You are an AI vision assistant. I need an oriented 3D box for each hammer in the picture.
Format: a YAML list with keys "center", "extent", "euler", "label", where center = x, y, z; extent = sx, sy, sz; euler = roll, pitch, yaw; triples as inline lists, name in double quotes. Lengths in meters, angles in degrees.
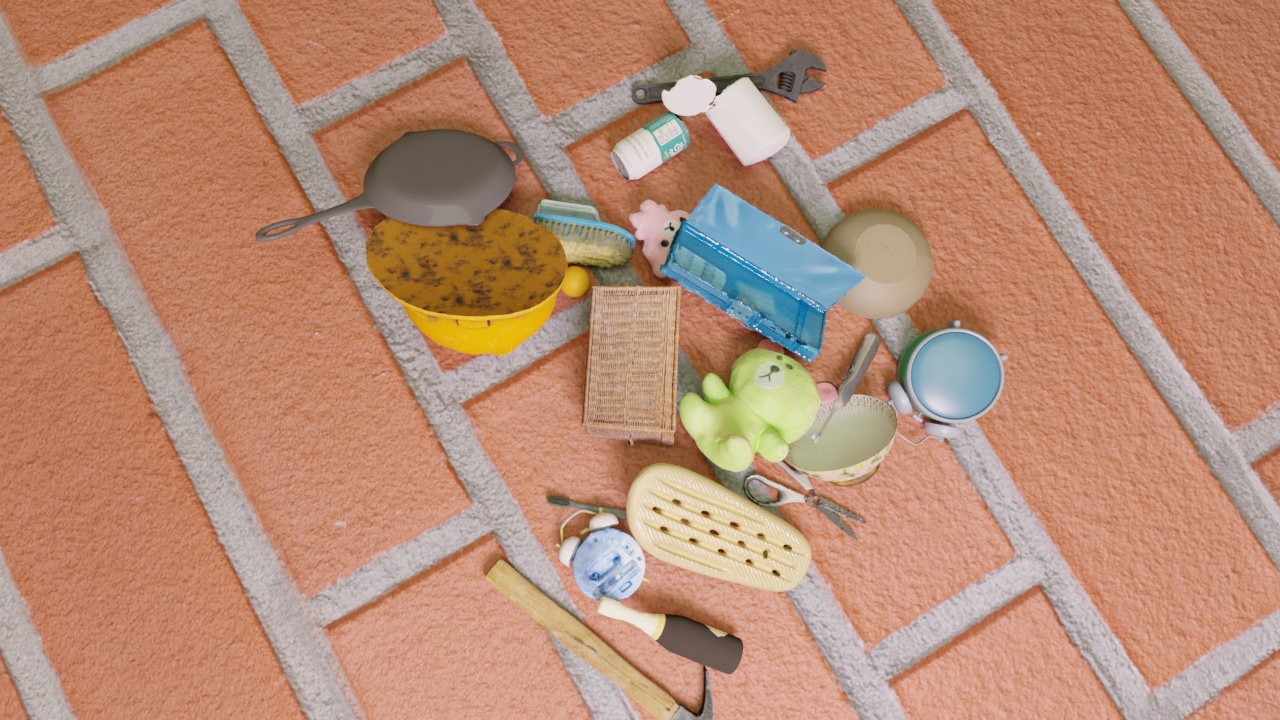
- center: [-0.052, 0.357, 1.125]
  extent: [0.330, 0.033, 0.132]
  euler: [38, 82, 5]
  label: "hammer"

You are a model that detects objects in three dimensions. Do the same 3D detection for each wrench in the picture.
- center: [0.124, -0.383, 1.271]
  extent: [0.273, 0.018, 0.073]
  euler: [-7, 89, -2]
  label: "wrench"

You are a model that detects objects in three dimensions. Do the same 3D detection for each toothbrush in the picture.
- center: [0.262, 0.036, 1.170]
  extent: [0.024, 0.022, 0.185]
  euler: [36, 62, -1]
  label: "toothbrush"
- center: [-0.037, 0.193, 1.165]
  extent: [0.167, 0.013, 0.012]
  euler: [12, 79, -2]
  label: "toothbrush"

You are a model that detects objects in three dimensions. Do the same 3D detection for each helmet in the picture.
- center: [-0.210, -0.084, 1.145]
  extent: [0.255, 0.132, 0.204]
  euler: [26, 50, 23]
  label: "helmet"

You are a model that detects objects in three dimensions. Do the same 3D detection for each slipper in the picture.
- center: [0.090, 0.211, 1.137]
  extent: [0.261, 0.079, 0.111]
  euler: [26, 82, -16]
  label: "slipper"

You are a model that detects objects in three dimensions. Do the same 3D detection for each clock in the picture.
- center: [0.386, 0.035, 1.182]
  extent: [0.122, 0.075, 0.161]
  euler: [37, 93, 4]
  label: "clock"
- center: [-0.048, 0.241, 1.135]
  extent: [0.088, 0.052, 0.125]
  euler: [-37, 83, -7]
  label: "clock"

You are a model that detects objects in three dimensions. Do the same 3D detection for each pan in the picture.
- center: [-0.312, -0.222, 1.161]
  extent: [0.353, 0.024, 0.216]
  euler: [-25, 55, -21]
  label: "pan"

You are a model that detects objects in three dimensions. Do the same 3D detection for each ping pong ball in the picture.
- center: [-0.086, -0.103, 1.202]
  extent: [0.040, 0.040, 0.040]
  euler: [0, 80, -2]
  label: "ping pong ball"

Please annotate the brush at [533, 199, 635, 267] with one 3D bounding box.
- center: [-0.073, -0.169, 1.210]
  extent: [0.136, 0.055, 0.075]
  euler: [9, 58, -1]
  label: "brush"

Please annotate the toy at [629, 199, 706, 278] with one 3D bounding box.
- center: [0.030, -0.169, 1.210]
  extent: [0.096, 0.053, 0.099]
  euler: [43, 76, -9]
  label: "toy"

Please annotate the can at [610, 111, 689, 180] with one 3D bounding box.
- center: [0.014, -0.287, 1.232]
  extent: [0.101, 0.055, 0.055]
  euler: [-34, 83, -8]
  label: "can"

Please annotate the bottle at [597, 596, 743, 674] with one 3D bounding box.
- center: [0.033, 0.326, 1.106]
  extent: [0.184, 0.045, 0.045]
  euler: [24, 79, -11]
  label: "bottle"

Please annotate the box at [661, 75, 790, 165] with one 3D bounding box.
- center: [0.114, -0.322, 1.208]
  extent: [0.136, 0.084, 0.147]
  euler: [-35, 87, -36]
  label: "box"

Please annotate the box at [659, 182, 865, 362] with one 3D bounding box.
- center: [0.154, -0.108, 1.141]
  extent: [0.231, 0.113, 0.094]
  euler: [31, 48, -10]
  label: "box"

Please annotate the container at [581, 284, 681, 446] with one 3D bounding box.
- center: [-0.007, 0.007, 1.148]
  extent: [0.113, 0.114, 0.198]
  euler: [3, 78, 3]
  label: "container"

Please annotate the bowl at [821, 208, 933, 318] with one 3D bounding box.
- center: [0.317, -0.134, 1.217]
  extent: [0.152, 0.050, 0.152]
  euler: [0, 80, -2]
  label: "bowl"

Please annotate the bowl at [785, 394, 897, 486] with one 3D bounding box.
- center: [0.256, 0.111, 1.149]
  extent: [0.145, 0.145, 0.063]
  euler: [-32, 120, -7]
  label: "bowl"

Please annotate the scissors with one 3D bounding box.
- center: [0.206, 0.176, 1.176]
  extent: [0.150, 0.012, 0.165]
  euler: [-20, 82, -5]
  label: "scissors"

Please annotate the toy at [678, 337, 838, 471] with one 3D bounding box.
- center: [0.143, 0.062, 1.141]
  extent: [0.196, 0.107, 0.150]
  euler: [-23, 49, -36]
  label: "toy"
